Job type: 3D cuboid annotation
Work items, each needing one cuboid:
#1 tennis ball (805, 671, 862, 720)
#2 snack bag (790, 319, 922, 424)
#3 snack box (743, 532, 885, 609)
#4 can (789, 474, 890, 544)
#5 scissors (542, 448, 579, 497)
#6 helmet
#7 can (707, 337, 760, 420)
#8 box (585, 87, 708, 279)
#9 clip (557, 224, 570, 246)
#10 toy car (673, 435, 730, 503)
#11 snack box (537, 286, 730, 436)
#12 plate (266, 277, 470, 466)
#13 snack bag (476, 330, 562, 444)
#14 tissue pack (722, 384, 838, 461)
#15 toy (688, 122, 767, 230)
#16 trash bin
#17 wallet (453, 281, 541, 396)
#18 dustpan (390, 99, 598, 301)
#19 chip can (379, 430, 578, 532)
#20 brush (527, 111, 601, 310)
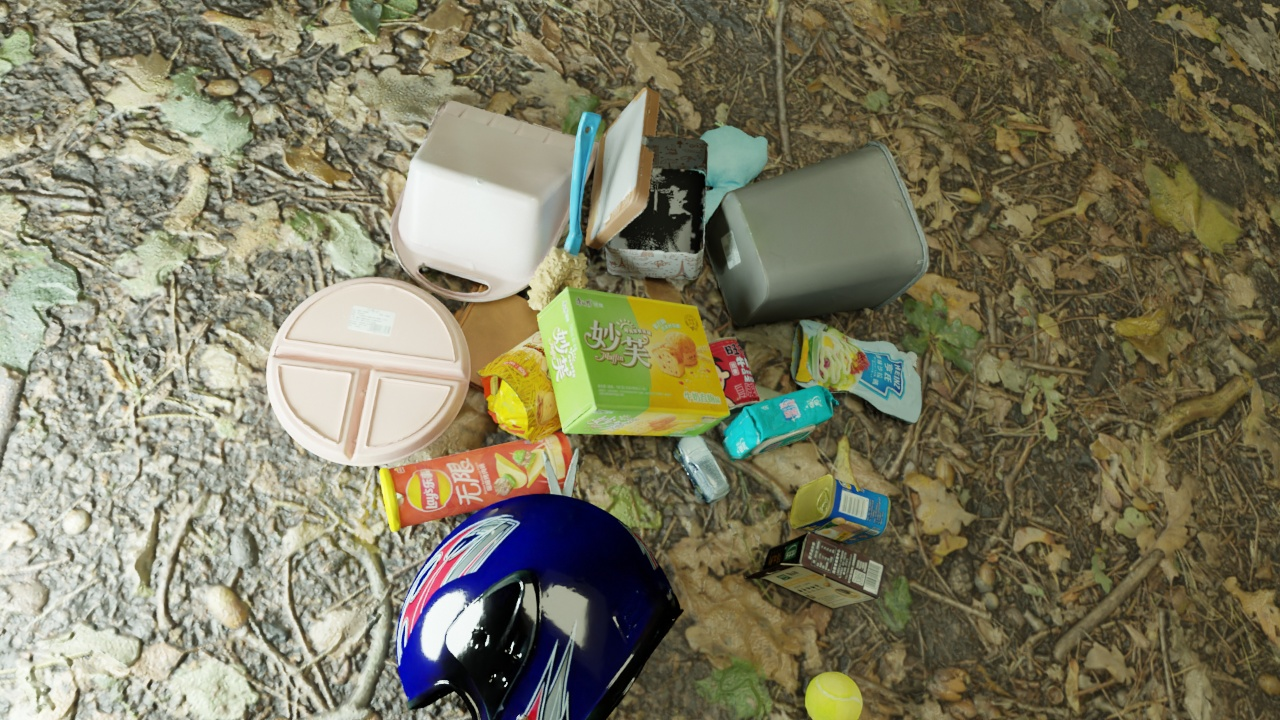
[{"bbox_3d":[0.224,0.396,1.066,0.065,0.066,0.065,6,68,-15],"label":"tennis ball"},{"bbox_3d":[0.299,0.013,1.252,0.191,0.039,0.110,16,55,-11],"label":"snack bag"},{"bbox_3d":[0.205,0.251,1.089,0.125,0.113,0.053,25,64,-7],"label":"snack box"},{"bbox_3d":[0.246,0.186,1.134,0.083,0.102,0.057,19,65,-12],"label":"can"},{"bbox_3d":[-0.083,0.187,1.045,0.156,0.012,0.165,35,88,-20],"label":"scissors"},{"bbox_3d":[-0.124,0.282,0.917,0.240,0.247,0.315,34,88,13],"label":"helmet"},{"bbox_3d":[0.109,0.024,1.172,0.066,0.067,0.093,-11,73,-20],"label":"can"},{"bbox_3d":[0.010,-0.226,1.159,0.155,0.187,0.182,4,68,1],"label":"box"},{"bbox_3d":[-0.137,-0.161,1.190,0.100,0.035,0.071,-25,79,-15],"label":"clip"},{"bbox_3d":[0.078,0.133,1.141,0.042,0.034,0.090,-25,77,-21],"label":"toy car"},{"bbox_3d":[-0.006,0.006,1.090,0.209,0.070,0.157,6,59,-39],"label":"snack box"},{"bbox_3d":[-0.312,0.007,1.055,0.229,0.028,0.229,2,72,-7],"label":"plate"},{"bbox_3d":[-0.091,0.013,1.109,0.207,0.073,0.128,-32,80,-41],"label":"snack bag"},{"bbox_3d":[0.175,0.080,1.157,0.133,0.093,0.050,-16,71,-21],"label":"tissue pack"},{"bbox_3d":[0.116,-0.265,1.294,0.161,0.050,0.156,-17,83,-14],"label":"toy"},{"bbox_3d":[0.220,-0.155,1.212,0.219,0.199,0.198,-13,76,-15],"label":"trash bin"},{"bbox_3d":[-0.182,-0.026,1.123,0.108,0.031,0.131,27,64,-7],"label":"wallet"},{"bbox_3d":[-0.198,-0.203,1.175,0.222,0.139,0.272,18,35,3],"label":"dustpan"},{"bbox_3d":[-0.182,0.134,1.041,0.216,0.073,0.073,-12,74,-21],"label":"chip can"},{"bbox_3d":[-0.083,-0.170,1.106,0.083,0.046,0.255,2,104,-40],"label":"brush"}]
